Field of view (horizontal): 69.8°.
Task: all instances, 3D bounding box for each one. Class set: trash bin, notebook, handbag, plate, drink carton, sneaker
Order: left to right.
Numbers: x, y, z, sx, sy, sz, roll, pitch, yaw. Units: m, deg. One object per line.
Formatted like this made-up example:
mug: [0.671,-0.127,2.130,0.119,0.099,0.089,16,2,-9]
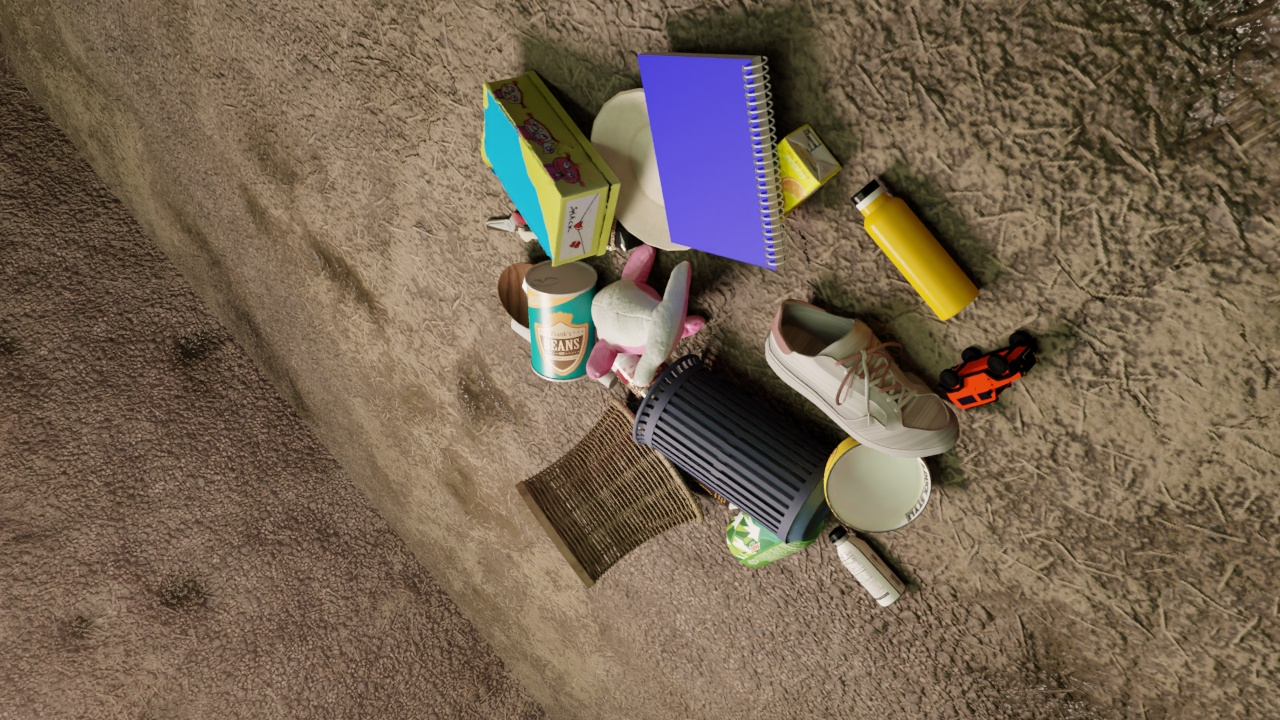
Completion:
handbag: [-0.043,-0.187,1.155,0.129,0.054,0.079,24,129,42]
plate: [0.023,-0.215,1.038,0.189,0.027,0.189,25,134,29]
notebook: [0.075,-0.204,0.934,0.172,0.022,0.209,23,134,46]
trash bin: [0.129,0.114,1.163,0.249,0.139,0.139,34,145,23]
drink carton: [0.139,-0.176,0.932,0.058,0.042,0.135,53,148,2]
sneaker: [0.228,0.010,0.962,0.236,0.099,0.089,34,160,28]

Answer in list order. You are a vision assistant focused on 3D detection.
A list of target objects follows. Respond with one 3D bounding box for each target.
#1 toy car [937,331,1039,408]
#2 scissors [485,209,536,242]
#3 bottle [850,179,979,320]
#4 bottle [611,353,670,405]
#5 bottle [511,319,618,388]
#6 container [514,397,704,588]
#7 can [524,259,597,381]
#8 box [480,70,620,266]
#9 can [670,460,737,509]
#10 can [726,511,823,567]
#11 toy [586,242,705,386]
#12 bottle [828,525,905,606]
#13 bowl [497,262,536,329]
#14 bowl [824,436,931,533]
toy car: [0.332,0.012,0.873,0.049,0.051,0.100,56,149,-4]
scissors: [-0.172,-0.200,1.332,0.189,0.015,0.140,36,148,22]
bottle: [0.253,-0.106,0.857,0.143,0.043,0.043,50,149,1]
bottle: [-0.008,0.008,1.300,0.105,0.056,0.056,48,149,4]
bottle: [-0.113,-0.018,1.412,0.195,0.052,0.053,35,146,24]
container: [-0.051,0.202,1.359,0.227,0.196,0.227,53,171,11]
can: [-0.110,-0.057,1.300,0.099,0.099,0.144,28,133,33]
box: [-0.116,-0.234,1.110,0.221,0.079,0.125,57,152,30]
can: [0.104,0.146,1.289,0.128,0.071,0.072,37,147,22]
can: [0.184,0.230,1.263,0.083,0.082,0.144,48,149,4]
toy: [0.016,-0.049,1.158,0.127,0.186,0.266,19,-178,-19]
bottle: [0.293,0.266,1.202,0.116,0.041,0.041,48,149,5]
bowl: [-0.155,-0.101,1.378,0.119,0.032,0.119,14,128,18]
bowl: [0.266,0.130,1.048,0.117,0.067,0.117,2,110,5]
